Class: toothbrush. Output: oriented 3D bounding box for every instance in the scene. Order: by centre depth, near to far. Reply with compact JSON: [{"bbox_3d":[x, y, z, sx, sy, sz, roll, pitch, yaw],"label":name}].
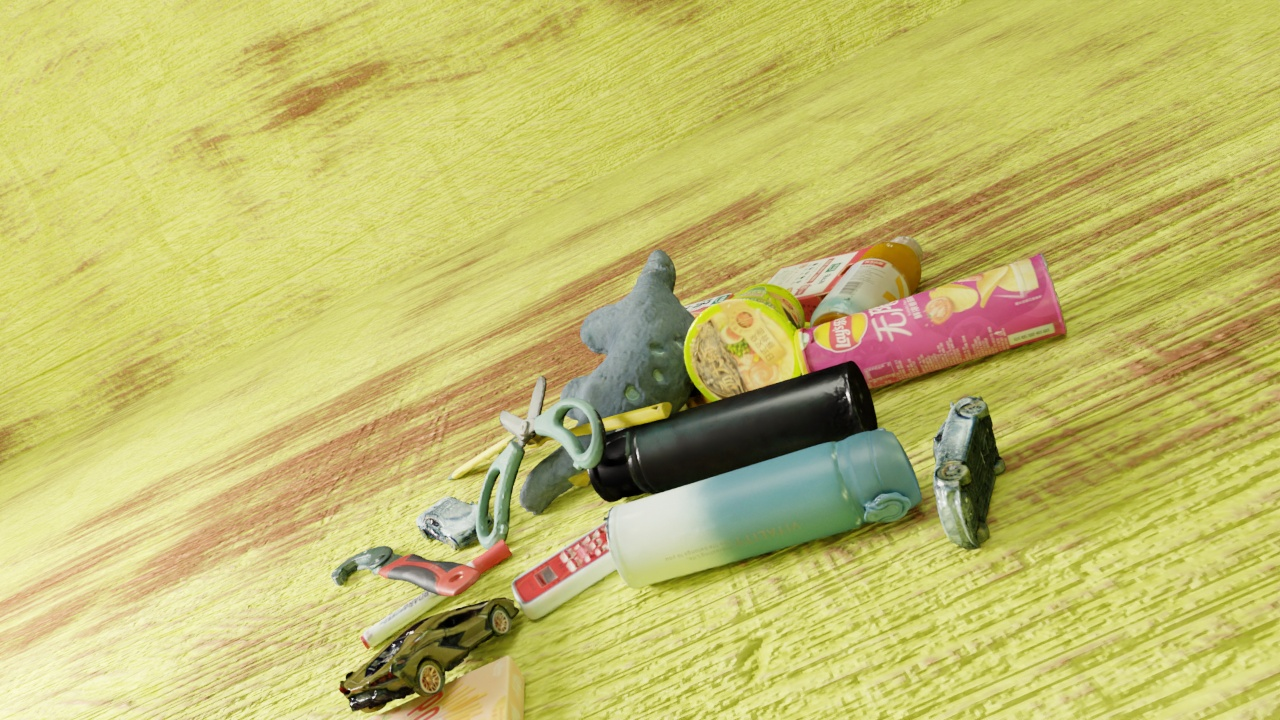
[{"bbox_3d":[-0.046,0.058,0.829,0.191,0.016,0.015,-16,44,43],"label":"toothbrush"}]

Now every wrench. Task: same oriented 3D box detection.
[{"bbox_3d":[-0.218,0.194,0.847,0.056,0.016,0.274,-38,16,-36],"label":"wrench"}]

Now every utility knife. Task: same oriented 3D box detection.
[{"bbox_3d":[0.052,0.035,0.954,0.033,0.015,0.216,-25,18,-4],"label":"utility knife"},{"bbox_3d":[-0.156,0.095,0.983,0.030,0.021,0.205,-40,1,-42],"label":"utility knife"}]

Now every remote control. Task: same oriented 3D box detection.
[{"bbox_3d":[-0.040,0.159,0.742,0.136,0.020,0.056,-30,19,-12],"label":"remote control"}]

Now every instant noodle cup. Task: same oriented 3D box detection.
[{"bbox_3d":[0.113,-0.024,0.904,0.112,0.112,0.123,-17,14,25],"label":"instant noodle cup"}]

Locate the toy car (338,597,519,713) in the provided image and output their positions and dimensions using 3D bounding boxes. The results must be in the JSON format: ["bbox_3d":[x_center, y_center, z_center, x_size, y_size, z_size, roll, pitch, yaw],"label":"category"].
[{"bbox_3d":[-0.151,0.210,0.673,0.070,0.042,0.157,-25,-2,26],"label":"toy car"}]

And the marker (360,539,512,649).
[{"bbox_3d":[-0.178,0.204,0.804,0.145,0.017,0.017,-32,20,-17],"label":"marker"}]

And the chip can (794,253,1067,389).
[{"bbox_3d":[0.243,-0.024,0.780,0.211,0.071,0.071,-18,20,20],"label":"chip can"}]

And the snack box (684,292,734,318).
[{"bbox_3d":[0.063,-0.032,1.058,0.127,0.044,0.113,-15,17,31],"label":"snack box"}]

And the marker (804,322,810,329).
[{"bbox_3d":[0.148,-0.036,0.979,0.124,0.018,0.015,8,38,40],"label":"marker"}]

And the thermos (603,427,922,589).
[{"bbox_3d":[0.085,0.106,0.652,0.221,0.070,0.070,-19,20,18],"label":"thermos"}]

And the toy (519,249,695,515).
[{"bbox_3d":[-0.006,0.006,0.938,0.138,0.091,0.355,-3,48,32],"label":"toy"}]

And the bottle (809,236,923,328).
[{"bbox_3d":[0.232,-0.068,0.910,0.068,0.068,0.189,-8,26,42],"label":"bottle"}]

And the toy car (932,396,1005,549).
[{"bbox_3d":[0.210,0.071,0.598,0.037,0.054,0.120,-10,26,31],"label":"toy car"}]

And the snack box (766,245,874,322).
[{"bbox_3d":[0.192,-0.073,1.013,0.127,0.044,0.113,-9,24,43],"label":"snack box"}]

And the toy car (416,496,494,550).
[{"bbox_3d":[-0.187,0.158,0.914,0.048,0.031,0.106,-39,24,-31],"label":"toy car"}]

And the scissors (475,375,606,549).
[{"bbox_3d":[-0.093,0.096,0.833,0.170,0.019,0.171,2,72,51],"label":"scissors"}]

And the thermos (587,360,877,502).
[{"bbox_3d":[0.072,0.056,0.779,0.243,0.068,0.089,-16,40,25],"label":"thermos"}]

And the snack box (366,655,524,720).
[{"bbox_3d":[-0.152,0.261,0.609,0.157,0.026,0.084,-26,19,2],"label":"snack box"}]
